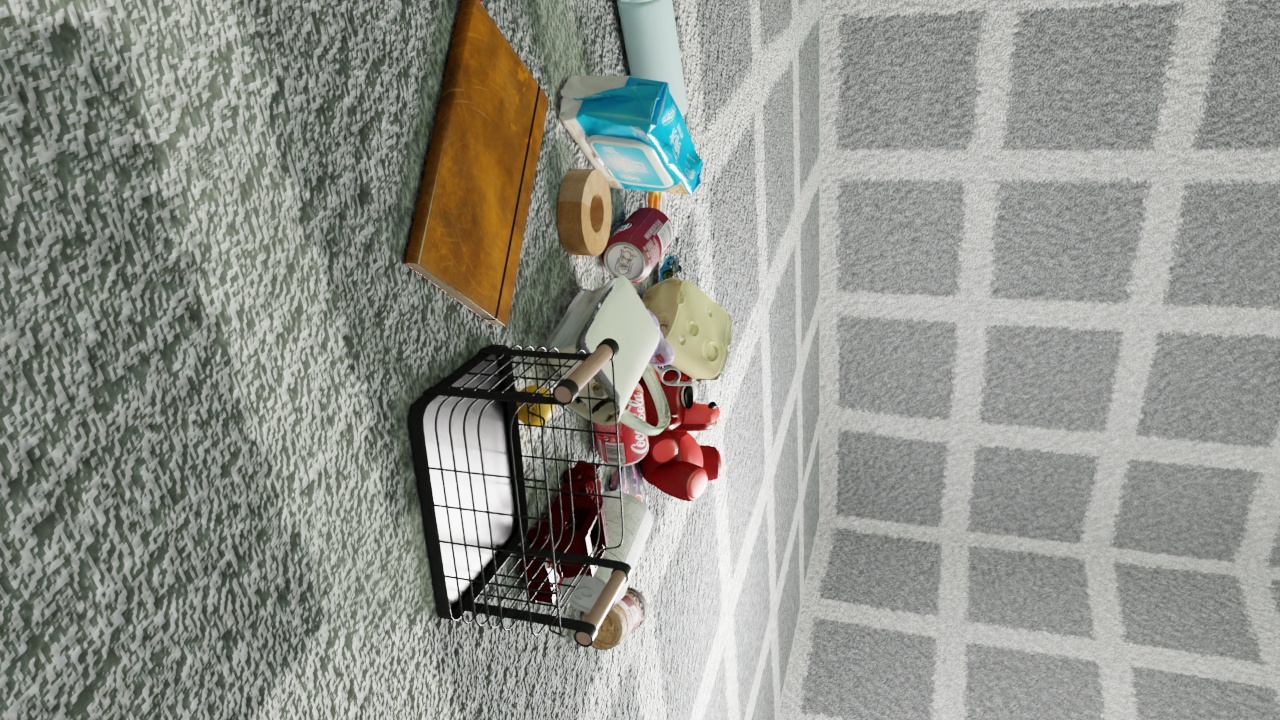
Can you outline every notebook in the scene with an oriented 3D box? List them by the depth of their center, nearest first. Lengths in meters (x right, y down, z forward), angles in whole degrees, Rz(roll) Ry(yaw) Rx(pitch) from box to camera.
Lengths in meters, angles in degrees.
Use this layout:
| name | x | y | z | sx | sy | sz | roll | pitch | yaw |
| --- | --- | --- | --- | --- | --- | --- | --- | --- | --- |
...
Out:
| name | x | y | z | sx | sy | sz | roll | pitch | yaw |
| --- | --- | --- | --- | --- | --- | --- | --- | --- | --- |
| notebook | -0.131 | -0.169 | 0.801 | 0.178 | 0.014 | 0.249 | 43 | 54 | -67 |

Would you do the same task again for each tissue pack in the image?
| name | x | y | z | sx | sy | sz | roll | pitch | yaw |
| --- | --- | --- | --- | --- | --- | --- | --- | --- | --- |
| tissue pack | -0.004 | -0.243 | 1.017 | 0.209 | 0.117 | 0.066 | 41 | 61 | -68 |

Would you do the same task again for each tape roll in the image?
| name | x | y | z | sx | sy | sz | roll | pitch | yaw |
| --- | --- | --- | --- | --- | --- | --- | --- | --- | --- |
| tape roll | -0.060 | -0.162 | 1.004 | 0.094 | 0.027 | 0.094 | 5 | 89 | -72 |

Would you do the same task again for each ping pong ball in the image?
| name | x | y | z | sx | sy | sz | roll | pitch | yaw |
| --- | --- | --- | --- | --- | --- | --- | --- | --- | --- |
| ping pong ball | -0.104 | 0.044 | 0.894 | 0.040 | 0.040 | 0.040 | 5 | 89 | -72 |

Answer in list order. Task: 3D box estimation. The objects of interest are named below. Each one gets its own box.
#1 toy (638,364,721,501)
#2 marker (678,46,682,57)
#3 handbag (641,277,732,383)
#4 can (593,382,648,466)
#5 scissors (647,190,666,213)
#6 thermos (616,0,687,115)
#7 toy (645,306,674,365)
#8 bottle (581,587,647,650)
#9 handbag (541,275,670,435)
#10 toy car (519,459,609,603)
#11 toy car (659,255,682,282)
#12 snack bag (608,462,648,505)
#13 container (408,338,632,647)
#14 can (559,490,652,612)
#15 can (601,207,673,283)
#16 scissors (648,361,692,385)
| name | x | y | z | sx | sy | sz | roll | pitch | yaw |
| --- | --- | --- | --- | --- | --- | --- | --- | --- | --- |
| toy | 0.052 | 0.087 | 1.285 | 0.158 | 0.121 | 0.197 | -24 | 108 | -67 |
| marker | 0.033 | -0.433 | 1.252 | 0.146 | 0.017 | 0.017 | -19 | 112 | -71 |
| handbag | 0.063 | -0.037 | 1.253 | 0.119 | 0.081 | 0.111 | 33 | 51 | -37 |
| can | -0.026 | 0.070 | 1.106 | 0.064 | 0.064 | 0.105 | -59 | 148 | -55 |
| scissors | 0.027 | -0.258 | 1.282 | 0.073 | 0.013 | 0.131 | 1 | 95 | -73 |
| thermos | 0.012 | -0.393 | 1.116 | 0.077 | 0.065 | 0.207 | -43 | 141 | -27 |
| toy | 0.000 | -0.030 | 1.161 | 0.036 | 0.080 | 0.100 | -56 | 130 | -32 |
| bottle | -0.032 | 0.324 | 1.158 | 0.105 | 0.056 | 0.056 | 6 | 89 | -72 |
| handbag | -0.027 | 0.015 | 1.020 | 0.176 | 0.074 | 0.150 | 55 | 36 | -24 |
| toy car | -0.071 | 0.182 | 0.992 | 0.169 | 0.062 | 0.070 | -60 | 149 | -54 |
| toy car | 0.039 | -0.100 | 1.322 | 0.048 | 0.032 | 0.105 | -36 | 130 | -66 |
| snack bag | -0.015 | 0.180 | 1.244 | 0.155 | 0.018 | 0.074 | 73 | 26 | -52 |
| container | -0.091 | 0.108 | 0.799 | 0.162 | 0.130 | 0.241 | -49 | 140 | -62 |
| can | -0.040 | 0.222 | 1.074 | 0.135 | 0.078 | 0.078 | -62 | 151 | -52 |
| can | -0.003 | -0.142 | 1.130 | 0.113 | 0.063 | 0.063 | -58 | 147 | -56 |
| scissors | 0.002 | -0.001 | 1.131 | 0.171 | 0.014 | 0.142 | 14 | 111 | -32 |
